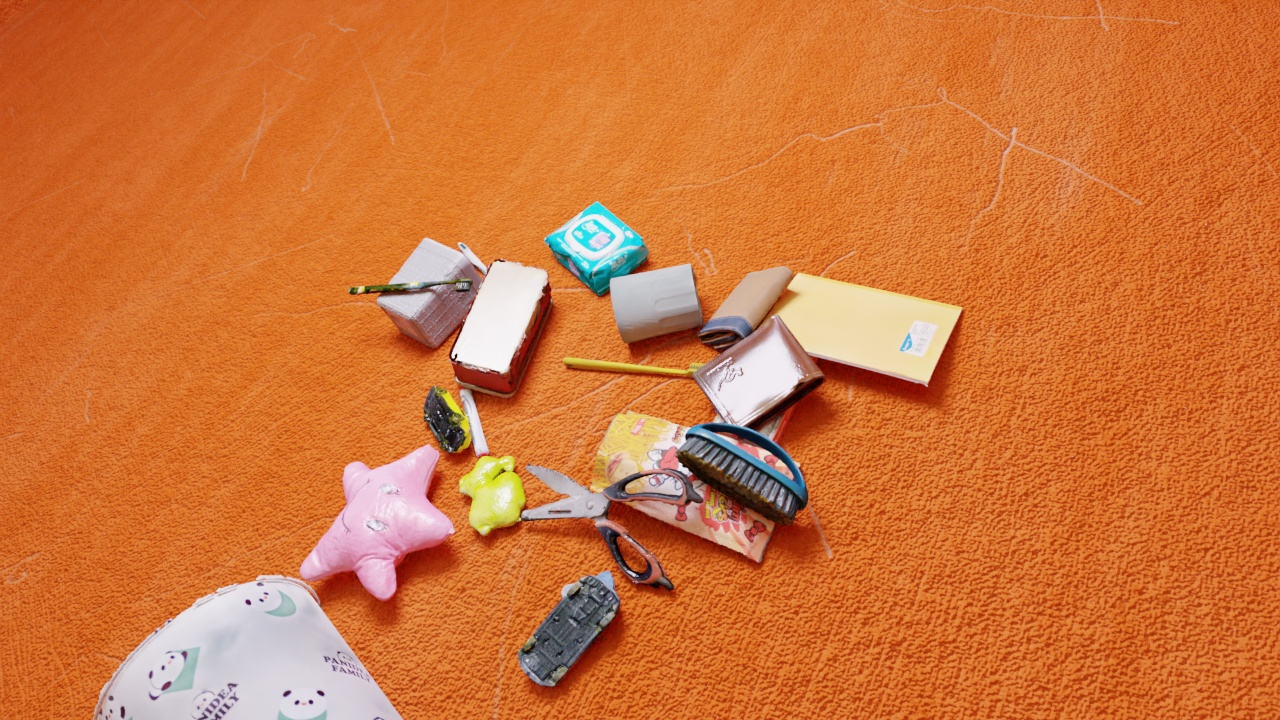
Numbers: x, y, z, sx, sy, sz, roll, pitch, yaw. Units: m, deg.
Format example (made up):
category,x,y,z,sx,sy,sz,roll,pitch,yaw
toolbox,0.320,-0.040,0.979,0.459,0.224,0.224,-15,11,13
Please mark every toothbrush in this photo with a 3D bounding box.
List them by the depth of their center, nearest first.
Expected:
category,x,y,z,sx,sy,sz,roll,pitch,yaw
toothbrush,-0.007,0.007,1.137,0.190,0.016,0.016,4,51,21
toothbrush,-0.303,-0.094,1.201,0.186,0.012,0.017,-2,70,20
toothbrush,-0.215,-0.117,1.297,0.018,0.016,0.191,-43,53,-3

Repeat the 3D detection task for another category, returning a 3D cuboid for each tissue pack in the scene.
category,x,y,z,sx,sy,sz,roll,pitch,yaw
tissue pack,-0.061,-0.157,1.255,0.093,0.050,0.133,-39,52,-12

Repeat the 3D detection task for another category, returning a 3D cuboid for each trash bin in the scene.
category,x,y,z,sx,sy,sz,roll,pitch,yaw
trash bin,-0.326,0.367,0.841,0.252,0.230,0.229,35,70,29

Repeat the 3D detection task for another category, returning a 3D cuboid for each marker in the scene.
category,x,y,z,sx,sy,sz,roll,pitch,yaw
marker,-0.212,0.067,1.155,0.017,0.017,0.145,-24,50,-1

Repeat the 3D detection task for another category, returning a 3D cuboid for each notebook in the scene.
category,x,y,z,sx,sy,sz,roll,pitch,yaw
notebook,0.253,-0.043,1.072,0.206,0.010,0.145,15,45,26

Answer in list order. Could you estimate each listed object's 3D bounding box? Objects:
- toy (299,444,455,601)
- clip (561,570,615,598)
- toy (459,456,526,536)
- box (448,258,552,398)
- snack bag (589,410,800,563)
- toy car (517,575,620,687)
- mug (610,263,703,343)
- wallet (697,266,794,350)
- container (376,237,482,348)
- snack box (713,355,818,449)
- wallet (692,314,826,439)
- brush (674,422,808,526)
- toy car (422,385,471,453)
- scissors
category,x,y,z,sx,sy,sz,roll,pitch,yaw
toy,-0.285,0.178,1.055,0.179,0.075,0.194,4,54,20
clip,-0.055,0.243,0.971,0.058,0.036,0.025,-15,53,1
toy,-0.170,0.154,1.066,0.100,0.031,0.096,26,63,32
box,-0.176,-0.047,1.177,0.091,0.078,0.168,14,60,8
snack bag,0.057,0.128,1.002,0.208,0.073,0.128,18,60,20
toy car,-0.072,0.275,0.935,0.054,0.037,0.120,39,80,13
mug,0.021,-0.081,1.162,0.103,0.084,0.123,-11,27,8
wallet,0.128,-0.065,1.120,0.115,0.033,0.090,-52,20,-22
container,-0.285,-0.089,1.252,0.090,0.090,0.114,24,67,31
snack box,0.148,0.030,1.063,0.075,0.025,0.152,16,60,27
wallet,0.131,0.017,1.030,0.124,0.032,0.101,-35,55,1
brush,0.111,0.109,0.948,0.144,0.055,0.073,31,66,14
toy car,-0.239,0.073,1.143,0.105,0.032,0.048,44,116,42
scissors,-0.033,0.162,0.985,0.189,0.015,0.226,-47,69,18
